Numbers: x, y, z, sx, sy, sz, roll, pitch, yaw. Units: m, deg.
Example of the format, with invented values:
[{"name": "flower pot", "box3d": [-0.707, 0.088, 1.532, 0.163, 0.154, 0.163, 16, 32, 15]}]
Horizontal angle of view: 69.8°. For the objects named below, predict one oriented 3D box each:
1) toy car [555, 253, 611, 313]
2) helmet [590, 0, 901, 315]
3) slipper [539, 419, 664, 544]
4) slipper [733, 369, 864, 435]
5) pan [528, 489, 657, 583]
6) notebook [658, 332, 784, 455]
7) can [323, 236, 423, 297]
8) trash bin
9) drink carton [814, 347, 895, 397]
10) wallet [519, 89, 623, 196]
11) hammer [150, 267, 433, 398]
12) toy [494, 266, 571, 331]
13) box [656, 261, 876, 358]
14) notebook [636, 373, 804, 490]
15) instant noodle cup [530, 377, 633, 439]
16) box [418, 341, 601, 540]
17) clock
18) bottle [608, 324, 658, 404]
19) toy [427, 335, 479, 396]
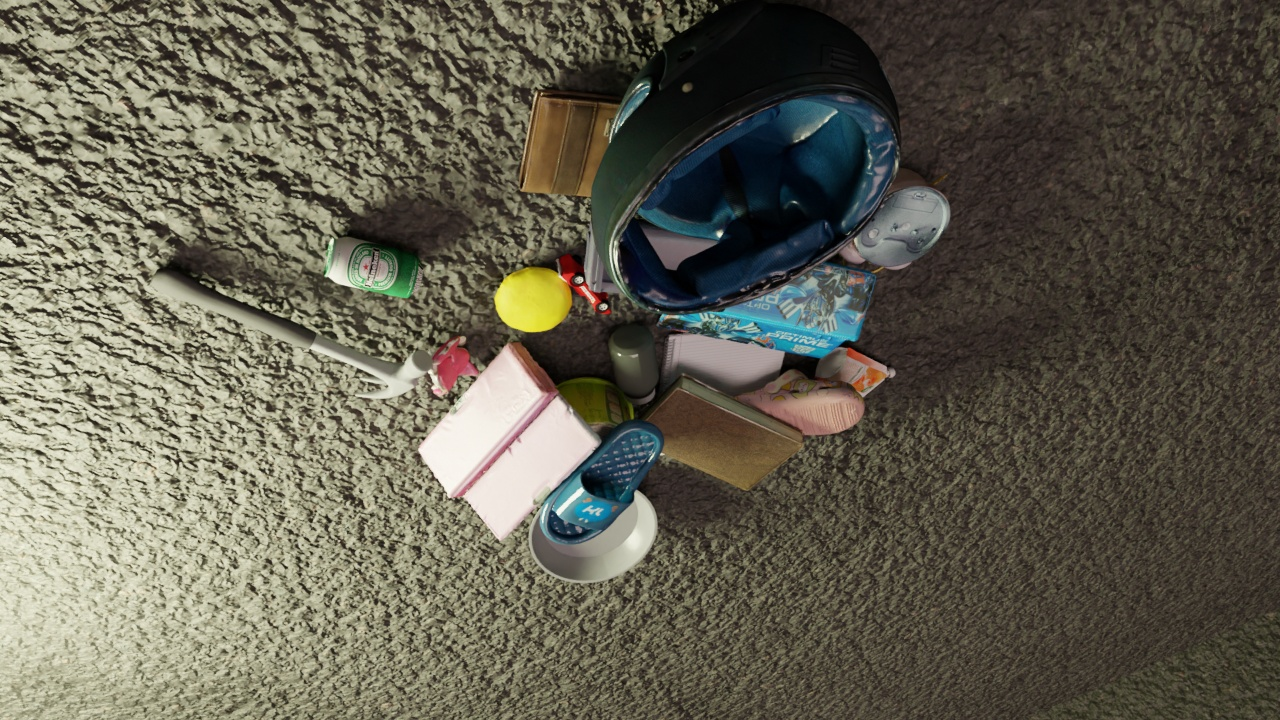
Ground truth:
[{"name": "toy car", "box3d": [-0.066, -0.091, 1.112, 0.025, 0.038, 0.089, -28, 135, 15]}, {"name": "helmet", "box3d": [0.084, -0.203, 0.897, 0.316, 0.235, 0.249, -31, 131, 4]}, {"name": "slipper", "box3d": [-0.044, 0.167, 1.198, 0.103, 0.059, 0.214, 29, 109, -32]}, {"name": "slipper", "box3d": [0.220, 0.057, 1.310, 0.198, 0.081, 0.093, -7, 140, 21]}, {"name": "pan", "box3d": [-0.090, 0.199, 1.385, 0.200, 0.050, 0.357, -16, 122, -3]}, {"name": "notebook", "box3d": [0.111, 0.047, 1.319, 0.177, 0.013, 0.246, -6, 135, -12]}, {"name": "can", "box3d": [-0.296, -0.104, 1.023, 0.101, 0.053, 0.053, 12, 129, -27]}, {"name": "trash bin", "box3d": [0.018, -0.116, 1.042, 0.161, 0.092, 0.094, 5, 105, -6]}, {"name": "drink carton", "box3d": [0.315, 0.019, 1.339, 0.122, 0.038, 0.069, 21, 126, -39]}, {"name": "wallet", "box3d": [-0.074, -0.230, 0.984, 0.098, 0.027, 0.121, 1, 132, -21]}, {"name": "hammer", "box3d": [-0.405, -0.030, 1.067, 0.310, 0.029, 0.125, 26, 145, -28]}, {"name": "toy", "box3d": [-0.129, -0.073, 1.112, 0.094, 0.041, 0.096, 33, 118, -33]}, {"name": "box", "box3d": [0.154, -0.062, 1.154, 0.243, 0.071, 0.171, 10, 133, -9]}, {"name": "notebook", "box3d": [0.094, 0.116, 1.315, 0.215, 0.034, 0.191, 26, 136, -18]}, {"name": "instant noodle cup", "box3d": [-0.072, 0.106, 1.246, 0.146, 0.097, 0.146, -7, 124, -11]}, {"name": "box", "box3d": [-0.178, 0.111, 1.198, 0.233, 0.179, 0.039, -47, 167, 27]}, {"name": "clock", "box3d": [0.306, -0.164, 1.132, 0.116, 0.058, 0.158, 4, 133, -18]}, {"name": "bottle", "box3d": [-0.007, 0.007, 1.211, 0.060, 0.060, 0.109, -13, 136, -3]}, {"name": "toy", "box3d": [-0.243, -0.001, 1.148, 0.065, 0.050, 0.103, -40, 161, -22]}]
